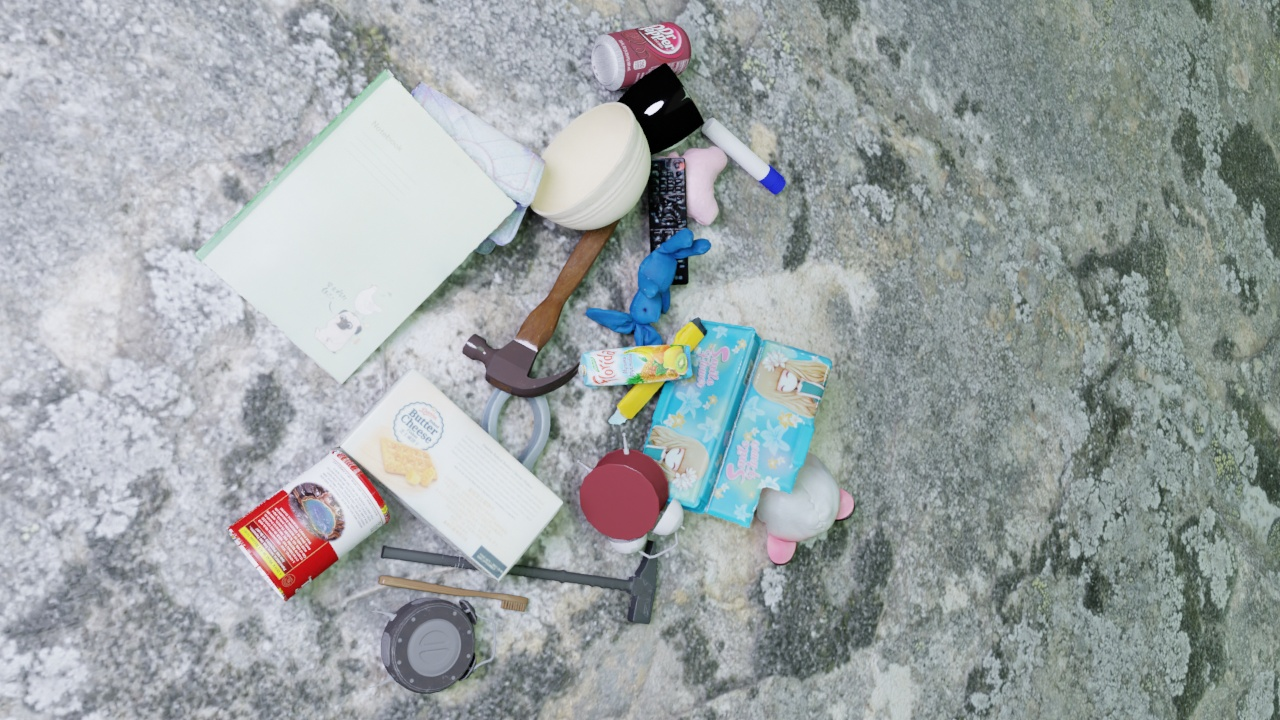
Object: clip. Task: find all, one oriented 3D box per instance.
[{"bbox_3d":[-0.153,0.096,0.984,0.107,0.028,0.163,7,82,-29],"label":"clip"}]

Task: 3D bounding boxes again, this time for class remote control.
[{"bbox_3d":[0.034,-0.165,1.098,0.047,0.022,0.150,0,101,9],"label":"remote control"}]

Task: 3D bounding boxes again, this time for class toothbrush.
[{"bbox_3d":[-0.192,0.242,0.954,0.166,0.016,0.016,18,71,-29],"label":"toothbrush"}]

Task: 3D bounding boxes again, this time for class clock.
[{"bbox_3d":[-0.011,0.158,1.021,0.137,0.096,0.048,55,24,-5],"label":"clock"},{"bbox_3d":[-0.209,0.285,0.923,0.122,0.044,0.091,4,83,-32],"label":"clock"}]

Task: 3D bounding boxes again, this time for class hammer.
[{"bbox_3d":[-0.121,0.223,1.000,0.324,0.015,0.095,15,79,-29],"label":"hammer"},{"bbox_3d":[-0.073,-0.098,1.030,0.115,0.033,0.322,28,65,3],"label":"hammer"}]

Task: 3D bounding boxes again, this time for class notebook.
[{"bbox_3d":[-0.270,-0.128,0.894,0.252,0.010,0.182,-46,110,-6],"label":"notebook"}]

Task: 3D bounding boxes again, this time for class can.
[{"bbox_3d":[-0.305,0.151,0.850,0.116,0.087,0.086,-39,106,-27],"label":"can"},{"bbox_3d":[0.002,-0.363,1.091,0.113,0.063,0.063,-23,98,-31],"label":"can"}]

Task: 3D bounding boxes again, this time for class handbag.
[{"bbox_3d":[-0.189,-0.203,0.963,0.158,0.069,0.126,30,70,-23],"label":"handbag"}]

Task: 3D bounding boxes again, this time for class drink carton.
[{"bbox_3d":[-0.006,0.006,1.048,0.129,0.038,0.044,-5,89,-6],"label":"drink carton"}]

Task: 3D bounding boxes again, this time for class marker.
[{"bbox_3d":[0.135,-0.265,1.188,0.133,0.023,0.027,35,48,-24],"label":"marker"}]

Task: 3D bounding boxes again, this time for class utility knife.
[{"bbox_3d":[0.020,0.015,1.080,0.030,0.017,0.162,45,80,-24],"label":"utility knife"}]

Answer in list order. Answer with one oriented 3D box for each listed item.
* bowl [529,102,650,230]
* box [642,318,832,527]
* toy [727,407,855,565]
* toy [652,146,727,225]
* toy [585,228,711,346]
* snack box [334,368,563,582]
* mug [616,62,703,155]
[{"bbox_3d":[-0.045,-0.201,1.010,0.075,0.151,0.150,38,67,-37],"label":"bowl"},{"bbox_3d":[0.106,0.071,1.066,0.056,0.185,0.226,55,52,-63],"label":"box"},{"bbox_3d":[0.173,0.138,1.144,0.141,0.084,0.213,-34,100,-29],"label":"toy"},{"bbox_3d":[0.055,-0.220,1.120,0.096,0.053,0.099,11,84,-12],"label":"toy"},{"bbox_3d":[0.011,-0.079,1.060,0.112,0.071,0.177,16,113,-37],"label":"toy"},{"bbox_3d":[-0.189,0.115,0.919,0.208,0.058,0.104,44,71,-12],"label":"snack box"},{"bbox_3d":[0.015,-0.278,1.085,0.100,0.119,0.085,-34,68,7],"label":"mug"}]
